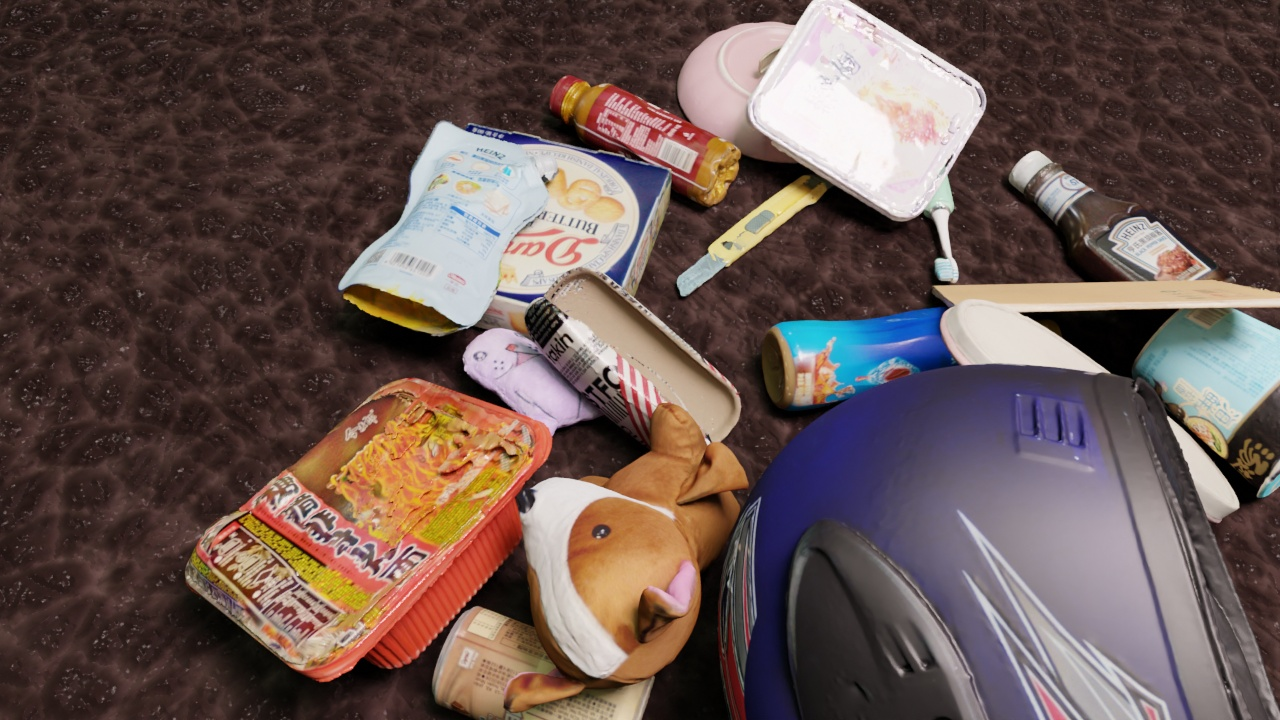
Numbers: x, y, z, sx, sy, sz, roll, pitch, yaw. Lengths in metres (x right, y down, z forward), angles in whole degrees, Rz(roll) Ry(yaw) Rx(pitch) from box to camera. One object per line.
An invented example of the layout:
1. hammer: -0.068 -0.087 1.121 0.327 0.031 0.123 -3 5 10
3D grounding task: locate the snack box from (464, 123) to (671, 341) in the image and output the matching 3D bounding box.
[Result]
1. snack box: -0.084 -0.101 0.735 0.178 0.046 0.182 14 54 7

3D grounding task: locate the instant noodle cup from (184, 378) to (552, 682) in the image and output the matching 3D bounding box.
1. instant noodle cup: -0.150 0.099 0.544 0.165 0.079 0.188 16 52 39

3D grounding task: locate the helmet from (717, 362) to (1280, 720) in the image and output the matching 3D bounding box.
1. helmet: 0.164 0.163 0.446 0.241 0.247 0.315 -23 69 32

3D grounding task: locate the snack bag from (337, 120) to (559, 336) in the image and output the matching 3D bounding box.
1. snack bag: -0.137 -0.104 0.683 0.110 0.039 0.190 12 53 13

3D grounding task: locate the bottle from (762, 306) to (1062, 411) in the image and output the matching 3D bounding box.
1. bottle: 0.202 -0.006 0.673 0.218 0.065 0.065 -6 55 -8

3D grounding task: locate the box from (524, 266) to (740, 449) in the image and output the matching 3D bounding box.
1. box: -0.002 0.001 0.635 0.163 0.076 0.087 38 59 -1

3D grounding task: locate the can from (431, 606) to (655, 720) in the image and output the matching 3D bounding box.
1. can: -0.055 0.186 0.522 0.116 0.059 0.058 18 55 9

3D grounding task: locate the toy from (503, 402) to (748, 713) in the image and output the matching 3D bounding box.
1. toy: -0.010 0.103 0.511 0.130 0.140 0.199 40 27 -8

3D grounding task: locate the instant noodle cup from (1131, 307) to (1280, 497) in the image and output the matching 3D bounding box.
1. instant noodle cup: 0.428 0.018 0.657 0.111 0.111 0.120 -28 52 -22

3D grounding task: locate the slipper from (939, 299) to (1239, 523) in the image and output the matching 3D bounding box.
1. slipper: 0.288 0.043 0.600 0.274 0.055 0.114 25 35 -25

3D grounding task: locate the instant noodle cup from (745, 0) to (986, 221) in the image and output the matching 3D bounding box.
1. instant noodle cup: 0.187 -0.209 0.788 0.173 0.060 0.138 32 87 2

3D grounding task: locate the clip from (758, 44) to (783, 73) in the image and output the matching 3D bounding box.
1. clip: 0.164 -0.282 0.840 0.082 0.035 0.104 27 61 15

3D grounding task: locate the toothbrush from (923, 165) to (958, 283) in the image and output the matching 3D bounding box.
1. toothbrush: 0.258 -0.155 0.809 0.027 0.027 0.224 5 55 -3

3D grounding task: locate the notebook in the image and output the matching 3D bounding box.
1. notebook: 0.326 -0.047 0.661 0.208 0.008 0.147 -1 9 12

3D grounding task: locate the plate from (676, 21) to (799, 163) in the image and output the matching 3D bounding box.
1. plate: 0.132 -0.266 0.871 0.192 0.039 0.192 2 54 -3

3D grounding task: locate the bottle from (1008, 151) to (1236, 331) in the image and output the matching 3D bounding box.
1. bottle: 0.394 -0.106 0.773 0.079 0.044 0.195 -27 60 -18

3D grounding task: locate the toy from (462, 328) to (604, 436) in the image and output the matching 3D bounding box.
1. toy: -0.082 0.016 0.652 0.108 0.039 0.083 43 43 23

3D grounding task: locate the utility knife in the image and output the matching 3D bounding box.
1. utility knife: 0.097 -0.109 0.775 0.031 0.021 0.198 37 64 26

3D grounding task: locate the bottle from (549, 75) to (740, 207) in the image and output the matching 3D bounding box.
1. bottle: 0.000 -0.196 0.800 0.175 0.058 0.057 31 58 17
